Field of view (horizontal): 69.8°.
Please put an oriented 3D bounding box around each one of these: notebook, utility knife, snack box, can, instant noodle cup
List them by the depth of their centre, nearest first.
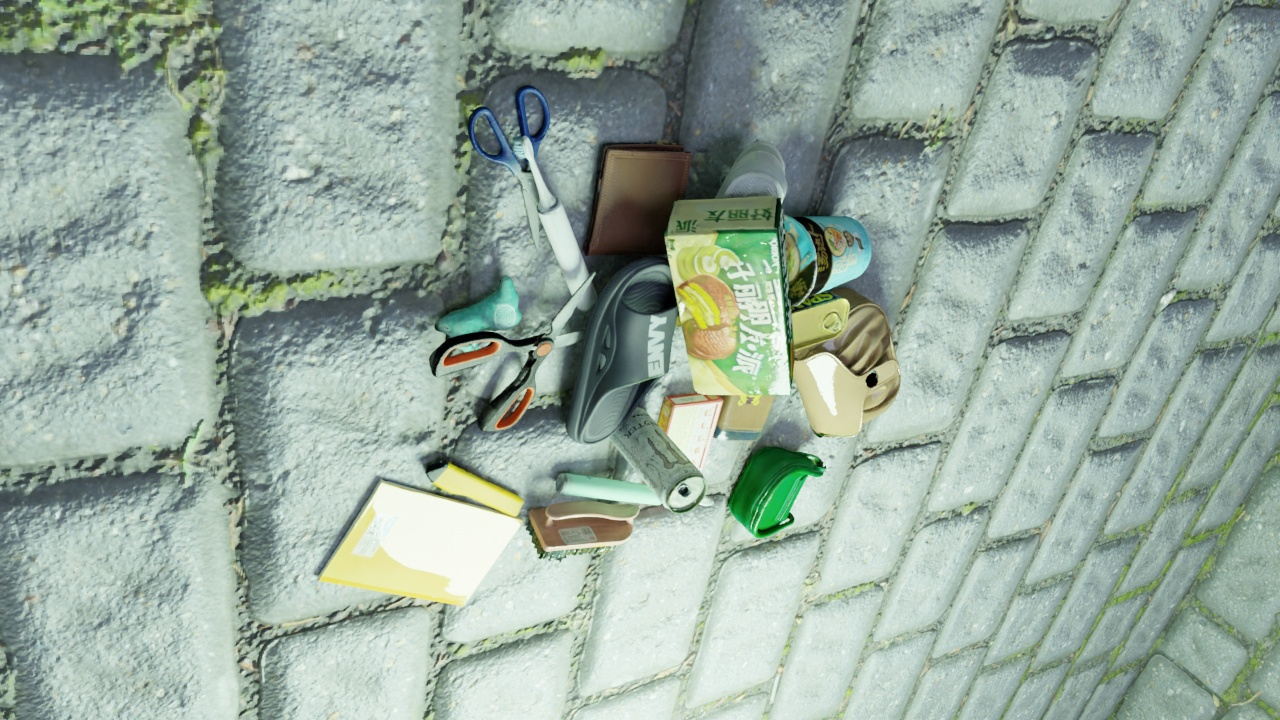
[{"bbox_3d":[0.102,-0.063,0.994,0.114,0.063,0.240,1,135,14],"label":"snack box"},{"bbox_3d":[-0.193,0.151,1.074,0.033,0.015,0.153,-44,135,9],"label":"utility knife"},{"bbox_3d":[-0.254,0.222,1.086,0.206,0.010,0.146,25,105,-42],"label":"notebook"},{"bbox_3d":[0.207,-0.128,1.090,0.120,0.111,0.111,-15,128,-34],"label":"instant noodle cup"},{"bbox_3d":[0.019,0.117,1.099,0.058,0.146,0.058,-18,129,-23],"label":"can"},{"bbox_3d":[0.190,-0.062,1.131,0.102,0.083,0.057,-17,129,-23],"label":"can"},{"bbox_3d":[0.053,0.115,1.203,0.077,0.027,0.156,-5,123,-31],"label":"snack box"}]

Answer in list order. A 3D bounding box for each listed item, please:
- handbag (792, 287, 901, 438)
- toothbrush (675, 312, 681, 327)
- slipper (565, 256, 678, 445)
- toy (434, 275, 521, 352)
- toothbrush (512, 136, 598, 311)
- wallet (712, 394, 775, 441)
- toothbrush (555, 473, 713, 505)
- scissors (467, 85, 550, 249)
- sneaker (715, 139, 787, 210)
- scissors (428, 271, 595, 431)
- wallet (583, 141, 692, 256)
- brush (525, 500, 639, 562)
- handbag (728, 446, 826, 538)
[{"bbox_3d":[0.276,0.011,1.227,0.147,0.100,0.204,-37,130,-10],"label":"handbag"},{"bbox_3d":[0.071,-0.009,1.115,0.016,0.016,0.190,-15,145,14],"label":"toothbrush"},{"bbox_3d":[-0.006,0.006,1.023,0.110,0.083,0.269,-17,140,-41],"label":"slipper"},{"bbox_3d":[-0.166,-0.038,0.951,0.091,0.030,0.097,-22,138,-13],"label":"toy"},{"bbox_3d":[-0.084,-0.134,0.927,0.026,0.026,0.221,0,139,19],"label":"toothbrush"},{"bbox_3d":[0.144,0.051,1.217,0.090,0.033,0.115,0,117,-34],"label":"wallet"},{"bbox_3d":[-0.002,0.169,1.176,0.224,0.027,0.026,11,87,-25],"label":"toothbrush"},{"bbox_3d":[-0.105,-0.189,0.897,0.140,0.012,0.171,-52,136,7],"label":"scissors"},{"bbox_3d":[0.098,-0.139,1.029,0.089,0.090,0.243,17,135,-5],"label":"sneaker"},{"bbox_3d":[-0.126,-0.007,0.981,0.220,0.021,0.235,0,131,-44],"label":"scissors"},{"bbox_3d":[-0.005,-0.168,0.966,0.101,0.032,0.125,-5,122,-28],"label":"wallet"},{"bbox_3d":[-0.069,0.210,1.164,0.145,0.063,0.073,4,128,-36],"label":"brush"},{"bbox_3d":[0.199,0.190,1.324,0.120,0.068,0.131,4,118,-36],"label":"handbag"}]
